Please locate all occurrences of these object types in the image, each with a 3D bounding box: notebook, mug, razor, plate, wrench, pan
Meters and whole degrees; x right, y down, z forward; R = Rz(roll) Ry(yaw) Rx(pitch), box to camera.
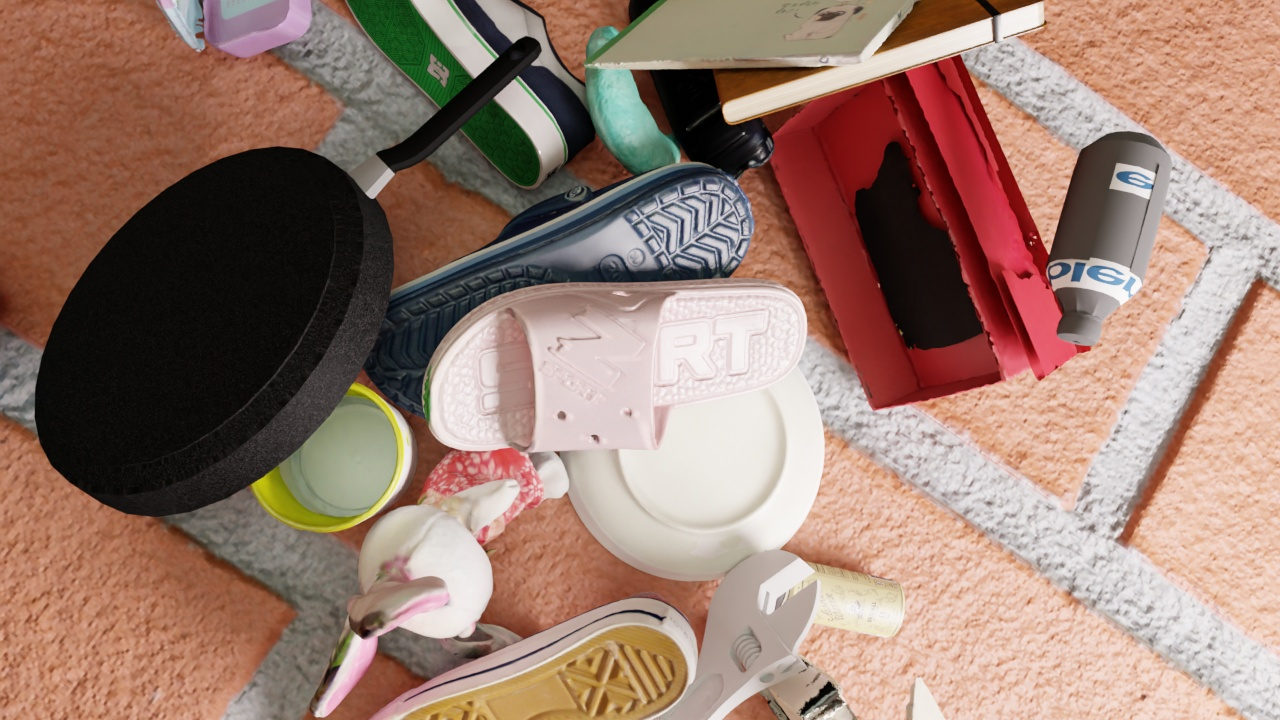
[{"bbox_3d":[0.124,-0.224,0.549,0.178,0.248,0.014,-15,127,10],"label":"notebook"},{"bbox_3d":[-0.175,0.055,0.536,0.082,0.106,0.082,1,83,-8],"label":"mug"},{"bbox_3d":[0.037,-0.189,0.628,0.054,0.067,0.151,-33,74,21],"label":"razor"},{"bbox_3d":[0.104,-0.239,0.555,0.251,0.182,0.010,-50,135,-32],"label":"notebook"},{"bbox_3d":[0.038,0.054,0.604,0.182,0.034,0.182,1,83,-8],"label":"plate"},{"bbox_3d":[0.011,0.227,0.566,0.273,0.086,0.018,-47,118,2],"label":"wrench"},{"bbox_3d":[-0.194,-0.071,0.515,0.356,0.034,0.225,-43,55,-4],"label":"pan"}]

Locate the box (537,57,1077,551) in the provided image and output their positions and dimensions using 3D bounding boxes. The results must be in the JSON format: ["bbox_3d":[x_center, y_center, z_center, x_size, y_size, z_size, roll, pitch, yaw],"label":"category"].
[{"bbox_3d":[0.091,-0.047,0.511,0.324,0.153,0.213,-22,89,-41],"label":"box"}]

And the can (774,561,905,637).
[{"bbox_3d":[0.129,0.156,0.604,0.079,0.038,0.038,13,82,-7],"label":"can"}]

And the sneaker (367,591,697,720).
[{"bbox_3d":[-0.074,0.200,0.547,0.241,0.087,0.118,-30,101,11],"label":"sneaker"}]

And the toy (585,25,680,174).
[{"bbox_3d":[-0.006,-0.158,0.592,0.033,0.084,0.105,-17,125,27],"label":"toy"}]

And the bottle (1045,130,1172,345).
[{"bbox_3d":[0.241,-0.063,0.477,0.047,0.047,0.112,19,84,-6],"label":"bottle"}]

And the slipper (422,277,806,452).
[{"bbox_3d":[-0.003,0.003,0.527,0.239,0.064,0.094,-10,116,-19],"label":"slipper"}]

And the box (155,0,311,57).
[{"bbox_3d":[-0.269,-0.305,0.579,0.096,0.077,0.214,-1,83,-39],"label":"box"}]

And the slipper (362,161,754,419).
[{"bbox_3d":[-0.050,-0.046,0.576,0.252,0.095,0.105,-26,123,-5],"label":"slipper"}]

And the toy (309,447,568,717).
[{"bbox_3d":[-0.113,0.110,0.529,0.084,0.160,0.193,42,40,0],"label":"toy"}]

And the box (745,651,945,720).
[{"bbox_3d":[0.153,0.233,0.520,0.069,0.191,0.143,-36,97,-12],"label":"box"}]

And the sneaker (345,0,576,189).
[{"bbox_3d":[-0.117,-0.223,0.596,0.235,0.084,0.078,49,63,-3],"label":"sneaker"}]
